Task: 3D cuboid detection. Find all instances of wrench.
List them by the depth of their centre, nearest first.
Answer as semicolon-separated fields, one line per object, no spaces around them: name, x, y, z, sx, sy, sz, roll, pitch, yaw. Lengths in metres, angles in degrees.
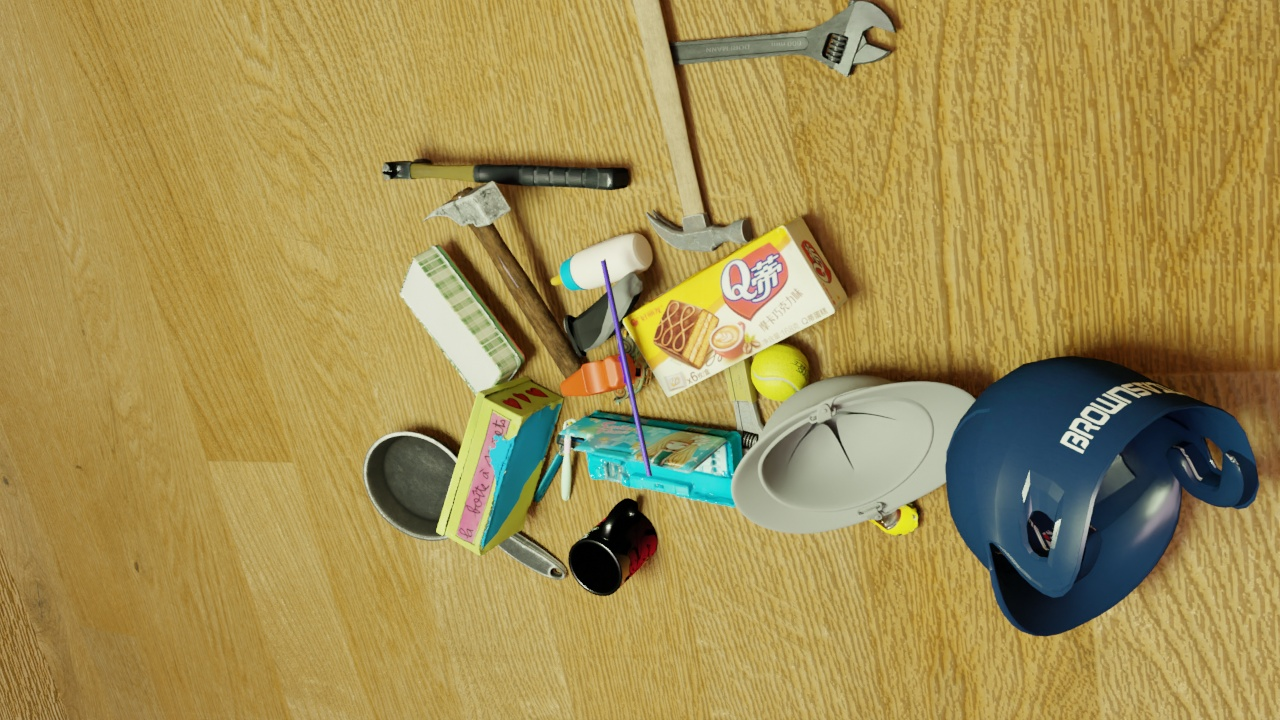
wrench;0.132;-0.331;0.963;0.274;0.018;0.073;7;112;31
wrench;0.124;0.029;1.097;0.084;0.018;0.273;-3;106;32

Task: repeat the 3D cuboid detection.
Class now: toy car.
toy car;0.269;0.163;1.054;0.107;0.030;0.049;31;120;17
toy car;-0.007;0.006;1.153;0.047;0.047;0.112;8;119;4

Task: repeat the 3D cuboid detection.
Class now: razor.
razor;-0.040;-0.060;1.127;0.157;0.060;0.057;-32;49;43
razor;-0.122;0.152;1.293;0.042;0.022;0.144;19;128;-17

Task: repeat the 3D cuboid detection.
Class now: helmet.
helmet;0.397;0.127;0.851;0.223;0.232;0.272;-151;45;-66
helmet;0.222;0.075;1.002;0.271;0.117;0.183;-24;124;12

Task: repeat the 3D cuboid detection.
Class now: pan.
pan;-0.262;0.229;1.387;0.357;0.055;0.188;27;118;6

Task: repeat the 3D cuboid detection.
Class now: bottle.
bottle;-0.055;-0.116;1.133;0.146;0.051;0.051;-15;99;34

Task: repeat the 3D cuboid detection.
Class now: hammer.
hammer;0.033;-0.280;1.023;0.120;0.030;0.331;-4;109;33
hammer;-0.176;-0.231;1.138;0.333;0.117;0.025;7;106;23
hammer;-0.166;-0.086;1.201;0.218;0.037;0.300;4;129;60

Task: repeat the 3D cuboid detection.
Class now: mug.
mug;-0.033;0.239;1.221;0.082;0.098;0.118;23;118;23

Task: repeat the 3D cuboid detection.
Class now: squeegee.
squeegee;-0.048;0.020;1.112;0.185;0.055;0.249;-18;83;57

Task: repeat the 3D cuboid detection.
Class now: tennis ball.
tennis ball;0.159;0.013;1.042;0.065;0.065;0.065;11;113;28

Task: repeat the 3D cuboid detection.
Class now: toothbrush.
toothbrush;-0.100;0.139;1.256;0.015;0.022;0.155;47;144;37

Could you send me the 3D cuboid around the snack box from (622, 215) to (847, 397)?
snack box;0.102;-0.058;1.030;0.231;0.061;0.110;-29;93;31

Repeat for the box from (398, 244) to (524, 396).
box;-0.247;-0.050;1.259;0.205;0.049;0.118;52;147;7

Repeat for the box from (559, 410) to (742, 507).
box;0.001;0.133;1.137;0.227;0.121;0.098;6;110;35

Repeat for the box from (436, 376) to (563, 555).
box;-0.190;0.140;1.250;0.081;0.124;0.221;24;111;18
